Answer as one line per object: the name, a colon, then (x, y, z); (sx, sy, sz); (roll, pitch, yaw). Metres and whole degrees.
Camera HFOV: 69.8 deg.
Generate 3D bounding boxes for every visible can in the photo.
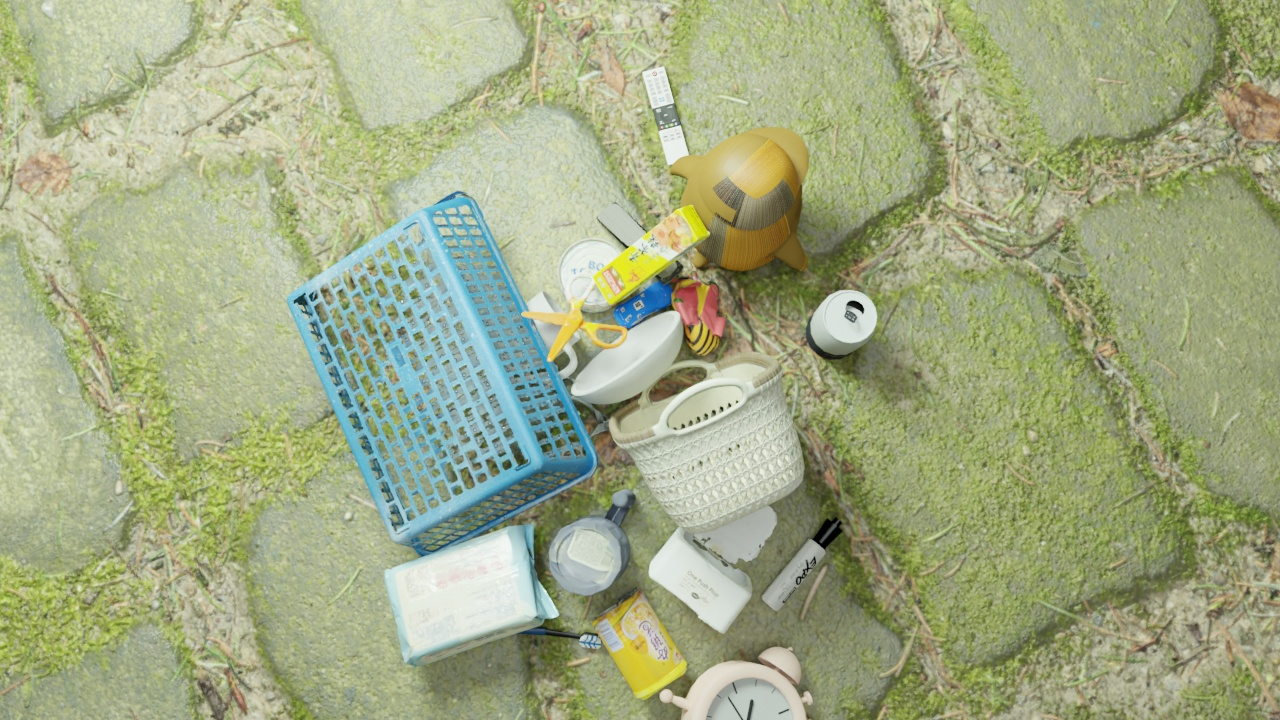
can: (-0.056, -0.101, 1.089); (0.086, 0.043, 0.086); (0, 85, 0)
can: (0.225, -0.040, 1.027); (0.064, 0.127, 0.064); (0, 82, 2)
can: (-0.002, 0.314, 1.020); (0.067, 0.068, 0.105); (-33, 82, -2)

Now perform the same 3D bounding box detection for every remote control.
remote control: (0.031, -0.299, 1.126); (0.028, 0.012, 0.124); (-15, 82, 0)
remote control: (-0.002, -0.140, 1.084); (0.033, 0.013, 0.136); (-41, 59, -4)

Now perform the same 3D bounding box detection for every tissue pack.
tissue pack: (-0.190, 0.262, 1.028); (0.182, 0.070, 0.112); (-18, 66, -3)

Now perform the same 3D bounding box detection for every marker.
marker: (0.186, 0.230, 1.045); (0.025, 0.025, 0.126); (40, 86, 6)

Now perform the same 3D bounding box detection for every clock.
clock: (0.113, 0.398, 1.009); (0.160, 0.086, 0.131); (-17, 82, -9)

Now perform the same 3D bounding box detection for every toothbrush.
toothbrush: (-0.127, 0.310, 1.053); (0.168, 0.014, 0.014); (7, 117, 3)

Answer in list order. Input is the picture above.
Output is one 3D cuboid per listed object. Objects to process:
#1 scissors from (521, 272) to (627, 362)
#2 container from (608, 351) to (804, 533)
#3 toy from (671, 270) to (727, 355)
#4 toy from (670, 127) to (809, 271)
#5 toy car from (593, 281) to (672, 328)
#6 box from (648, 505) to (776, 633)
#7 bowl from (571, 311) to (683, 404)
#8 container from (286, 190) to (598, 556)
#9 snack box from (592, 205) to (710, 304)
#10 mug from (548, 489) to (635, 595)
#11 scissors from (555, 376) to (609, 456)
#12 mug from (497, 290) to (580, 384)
scissors: (-0.073, -0.051, 1.031); (0.125, 0.011, 0.127); (7, 66, -22)
container: (0.071, 0.078, 0.967); (0.184, 0.246, 0.143); (-25, 96, -1)
toy: (0.067, -0.058, 1.070); (0.046, 0.084, 0.103); (-18, 83, 33)
toy: (0.119, -0.185, 1.011); (0.198, 0.203, 0.162); (40, 85, 6)
toy car: (-0.009, -0.063, 1.070); (0.092, 0.062, 0.033); (-31, 82, 12)
box: (0.093, 0.207, 1.022); (0.108, 0.126, 0.137); (39, 95, 5)
bowl: (-0.006, 0.006, 1.030); (0.149, 0.149, 0.043); (-38, 105, -3)
container: (-0.237, 0.018, 1.021); (0.258, 0.089, 0.362); (-29, 82, 16)
snack box: (0.010, -0.114, 1.008); (0.148, 0.028, 0.040); (-34, 86, 39)
mug: (-0.045, 0.198, 1.019); (0.084, 0.104, 0.124); (32, 85, 7)
scissors: (-0.048, 0.065, 1.081); (0.141, 0.014, 0.173); (-41, 84, -7)
mug: (-0.119, -0.013, 1.059); (0.089, 0.071, 0.107); (-37, 60, 6)
